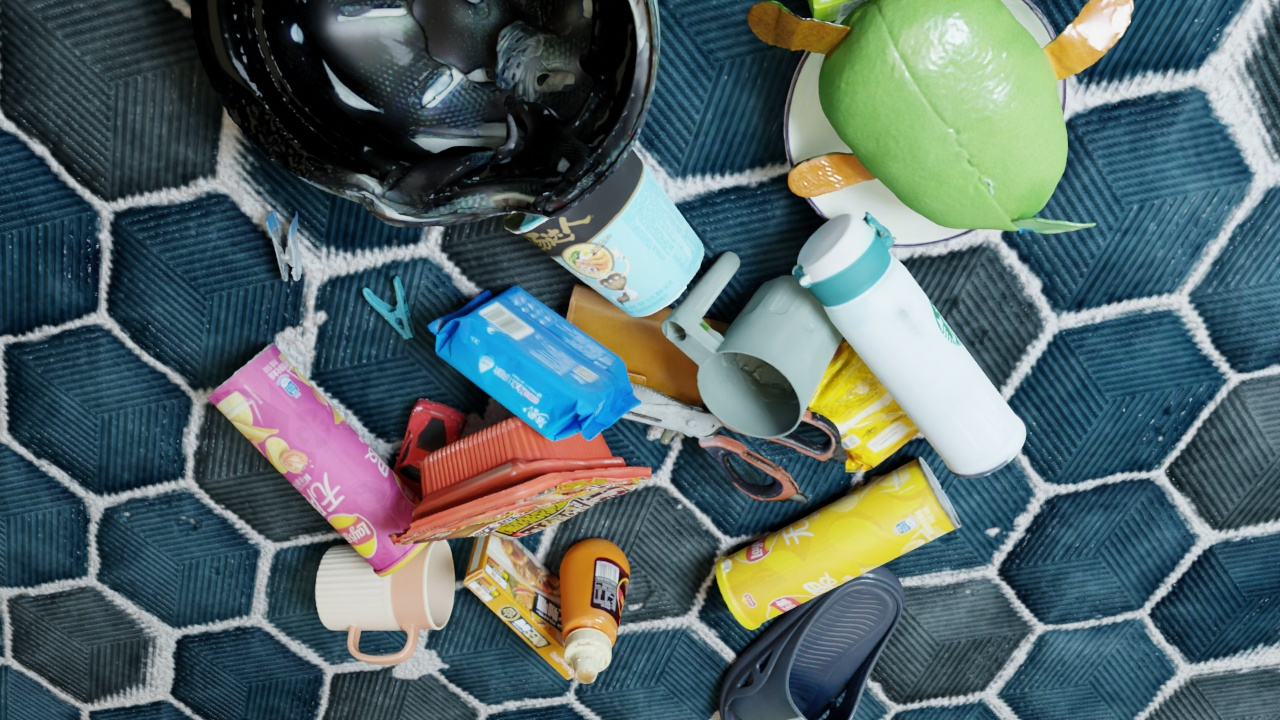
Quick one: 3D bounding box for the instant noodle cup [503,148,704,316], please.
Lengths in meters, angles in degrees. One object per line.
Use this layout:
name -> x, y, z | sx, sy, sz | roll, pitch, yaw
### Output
instant noodle cup -> -0.018, -0.097, 0.668 | 0.111, 0.111, 0.120 | -36, 120, 20

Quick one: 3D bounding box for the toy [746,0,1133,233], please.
toy -> 0.187, -0.165, 0.575 | 0.228, 0.089, 0.246 | -24, 128, 34

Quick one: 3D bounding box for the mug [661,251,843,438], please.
mug -> 0.087, -0.018, 0.697 | 0.124, 0.103, 0.084 | 42, 141, -4

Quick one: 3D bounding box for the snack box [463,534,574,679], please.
snack box -> -0.102, 0.225, 0.865 | 0.026, 0.075, 0.154 | -32, 114, 18

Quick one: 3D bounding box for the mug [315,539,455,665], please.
mug -> -0.237, 0.223, 0.849 | 0.106, 0.114, 0.082 | -4, 147, 7

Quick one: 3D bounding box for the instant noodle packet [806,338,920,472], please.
instant noodle packet -> 0.196, 0.023, 0.759 | 0.129, 0.044, 0.111 | -37, 106, 17

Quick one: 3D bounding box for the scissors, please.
scissors -> 0.058, 0.065, 0.764 | 0.202, 0.015, 0.206 | -18, 119, 19

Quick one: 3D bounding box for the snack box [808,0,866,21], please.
snack box -> 0.177, -0.275, 0.576 | 0.156, 0.026, 0.085 | -13, 82, 9

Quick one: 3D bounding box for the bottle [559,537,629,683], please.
bottle -> -0.044, 0.226, 0.821 | 0.067, 0.149, 0.067 | 1, 120, 1

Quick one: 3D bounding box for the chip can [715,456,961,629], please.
chip can -> 0.174, 0.167, 0.826 | 0.214, 0.072, 0.072 | -31, 114, 17

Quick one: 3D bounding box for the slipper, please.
slipper -> 0.165, 0.313, 0.904 | 0.110, 0.083, 0.269 | 25, 116, -10

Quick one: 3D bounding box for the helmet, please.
helmet -> -0.113, -0.211, 0.574 | 0.274, 0.156, 0.230 | 5, 119, 12

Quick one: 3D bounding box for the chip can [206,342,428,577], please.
chip can -> -0.265, 0.086, 0.779 | 0.071, 0.071, 0.210 | -34, 106, 19

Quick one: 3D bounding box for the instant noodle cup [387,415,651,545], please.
instant noodle cup -> -0.100, 0.097, 0.751 | 0.165, 0.188, 0.079 | -23, 77, 23

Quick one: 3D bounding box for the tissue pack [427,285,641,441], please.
tissue pack -> -0.079, 0.004, 0.704 | 0.157, 0.094, 0.052 | 35, 118, 8

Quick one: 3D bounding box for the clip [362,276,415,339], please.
clip -> -0.202, -0.041, 0.753 | 0.033, 0.013, 0.054 | -17, 115, 12

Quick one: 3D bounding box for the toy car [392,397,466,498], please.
toy car -> -0.189, 0.082, 0.814 | 0.049, 0.031, 0.106 | 21, 120, -8

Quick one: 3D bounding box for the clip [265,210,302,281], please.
clip -> -0.278, -0.088, 0.723 | 0.042, 0.026, 0.058 | 0, 120, -7

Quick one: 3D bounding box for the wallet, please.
wallet -> -0.005, 0.004, 0.765 | 0.130, 0.035, 0.119 | 14, 116, -3

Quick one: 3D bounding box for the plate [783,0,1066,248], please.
plate -> 0.196, -0.175, 0.649 | 0.192, 0.039, 0.193 | 1, 120, 1

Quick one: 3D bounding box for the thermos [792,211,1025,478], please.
thermos -> 0.201, -0.012, 0.682 | 0.073, 0.073, 0.224 | -35, 110, 19
